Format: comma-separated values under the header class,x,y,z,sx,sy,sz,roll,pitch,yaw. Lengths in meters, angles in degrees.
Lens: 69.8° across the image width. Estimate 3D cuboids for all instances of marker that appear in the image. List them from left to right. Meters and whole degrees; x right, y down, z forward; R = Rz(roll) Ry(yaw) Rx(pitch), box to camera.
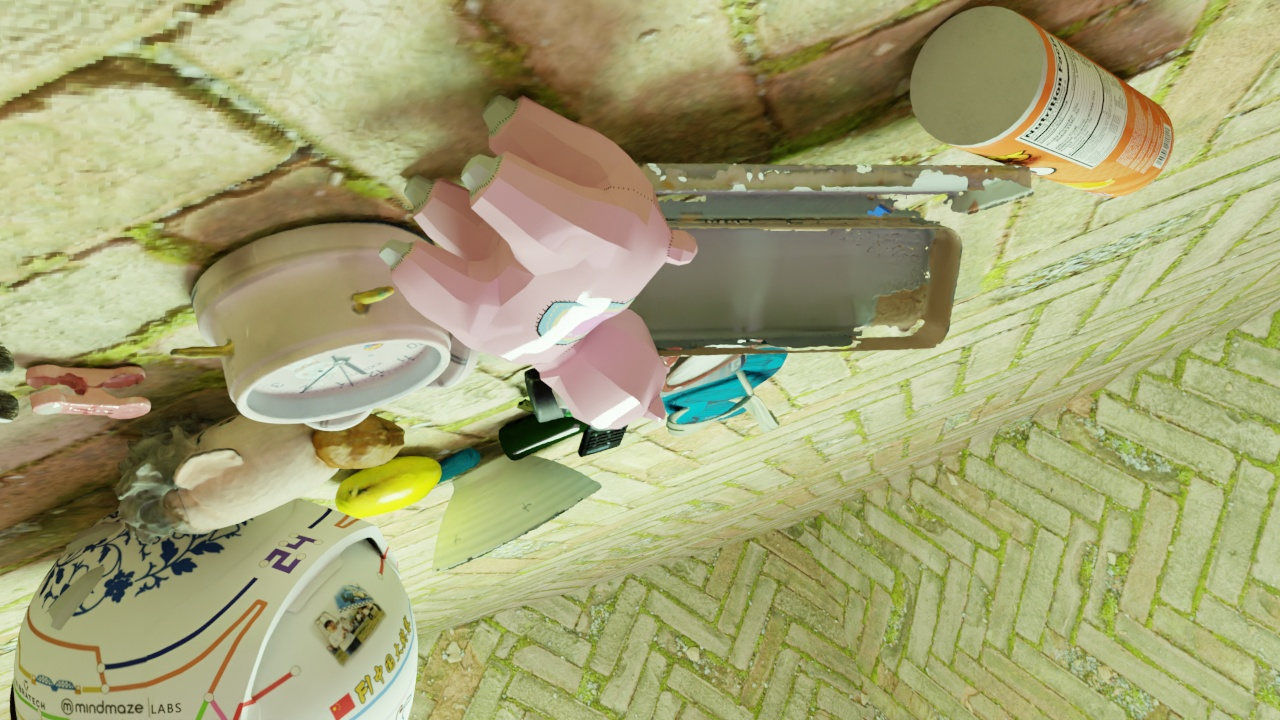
class,x,y,z,sx,sy,sz,roll,pitch,yaw
marker,-0.201,0.111,0.856,0.123,0.018,0.015,-26,164,22

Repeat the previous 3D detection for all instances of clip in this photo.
class,x,y,z,sx,sy,sz,roll,pitch,yaw
clip,-0.275,0.009,0.458,0.023,0.039,0.059,-24,168,25

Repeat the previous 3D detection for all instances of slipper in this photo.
class,x,y,z,sx,sy,sz,roll,pitch,yaw
slipper,0.071,0.043,0.853,0.118,0.060,0.295,-7,166,0

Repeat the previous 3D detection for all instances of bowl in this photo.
class,x,y,z,sx,sy,sz,roll,pitch,yaw
bowl,-0.131,0.129,0.870,0.177,0.071,0.177,-27,179,-1

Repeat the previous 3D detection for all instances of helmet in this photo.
class,x,y,z,sx,sy,sz,roll,pitch,yaw
helmet,-0.313,0.205,0.659,0.315,0.236,0.230,-6,-157,23

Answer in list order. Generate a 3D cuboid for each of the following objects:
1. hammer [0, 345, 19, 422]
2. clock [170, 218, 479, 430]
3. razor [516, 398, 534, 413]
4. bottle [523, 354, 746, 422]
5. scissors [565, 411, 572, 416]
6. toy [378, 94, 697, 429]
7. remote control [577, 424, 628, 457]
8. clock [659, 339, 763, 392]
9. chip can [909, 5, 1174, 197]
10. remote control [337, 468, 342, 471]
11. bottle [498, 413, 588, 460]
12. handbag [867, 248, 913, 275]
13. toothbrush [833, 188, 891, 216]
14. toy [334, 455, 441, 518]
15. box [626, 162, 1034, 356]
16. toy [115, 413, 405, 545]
class,x,y,z,sx,sy,sz,roll,pitch,yaw
hammer,-0.399,0.069,0.470,0.140,0.036,0.327,-6,159,-34
clock,-0.146,-0.010,0.461,0.117,0.058,0.158,-20,164,3
razor,-0.028,0.012,0.731,0.144,0.021,0.044,-19,-178,1
bottle,-0.004,0.004,0.670,0.160,0.056,0.056,-17,163,-9
scissors,-0.014,0.030,0.722,0.078,0.013,0.132,-26,-165,-21
toy,-0.031,-0.031,0.405,0.124,0.067,0.157,-30,127,35
remote control,-0.032,0.056,0.872,0.045,0.021,0.141,-15,158,-18
clock,0.027,-0.026,0.588,0.156,0.062,0.110,-28,168,-23
chip can,0.221,-0.129,0.488,0.210,0.062,0.062,-2,156,-46
remote control,-0.241,0.078,0.717,0.125,0.010,0.039,-28,162,26
bottle,-0.062,0.050,0.794,0.123,0.033,0.033,-24,163,12
handbag,0.127,-0.031,0.749,0.093,0.043,0.196,-1,159,-47
toothbrush,0.163,-0.099,0.620,0.017,0.011,0.186,-30,164,30
toy,-0.219,0.112,0.800,0.096,0.041,0.094,-24,168,14
box,0.082,-0.051,0.476,0.217,0.121,0.094,-2,-156,-13
toy,-0.226,0.055,0.542,0.176,0.076,0.132,-13,-178,5
